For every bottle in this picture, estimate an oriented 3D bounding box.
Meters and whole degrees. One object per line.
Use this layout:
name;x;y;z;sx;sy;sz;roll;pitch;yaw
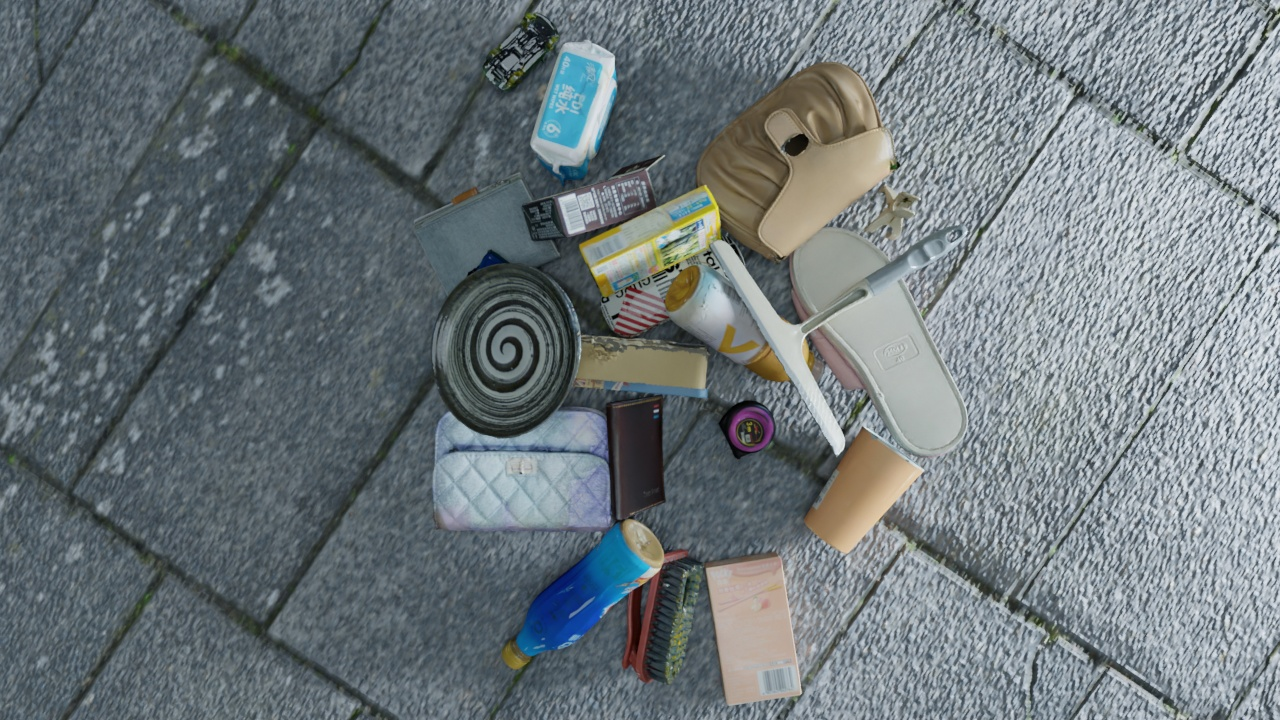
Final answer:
bottle;0.113;-0.029;0.957;0.189;0.068;0.068;31;92;-24
bottle;-0.069;0.256;0.975;0.065;0.065;0.219;46;109;-1

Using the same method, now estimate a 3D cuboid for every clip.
clip;0.263;-0.146;0.963;0.035;0.103;0.093;22;115;-2

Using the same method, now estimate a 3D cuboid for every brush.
brush;0.018;0.278;0.997;0.069;0.063;0.146;13;94;30

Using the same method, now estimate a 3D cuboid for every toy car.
toy car;-0.127;-0.329;0.981;0.091;0.036;0.043;-45;90;3

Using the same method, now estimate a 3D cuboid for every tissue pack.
tissue pack;-0.066;-0.256;0.957;0.063;0.090;0.140;18;92;0

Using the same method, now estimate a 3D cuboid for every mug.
mug;0.233;0.141;0.981;0.078;0.078;0.123;36;97;-1

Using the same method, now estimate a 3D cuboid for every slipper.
slipper;0.252;-0.021;0.981;0.114;0.054;0.274;-31;82;-3

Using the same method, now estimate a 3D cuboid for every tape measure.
tape measure;0.117;0.072;0.995;0.058;0.039;0.057;-29;92;6
tape measure;-0.152;-0.083;0.971;0.058;0.025;0.055;38;110;-17

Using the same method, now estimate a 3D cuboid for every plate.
plate;-0.136;-0.011;0.939;0.180;0.024;0.179;-1;87;25

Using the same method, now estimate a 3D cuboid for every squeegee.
squeegee;0.230;-0.072;0.942;0.246;0.039;0.246;-32;92;-8

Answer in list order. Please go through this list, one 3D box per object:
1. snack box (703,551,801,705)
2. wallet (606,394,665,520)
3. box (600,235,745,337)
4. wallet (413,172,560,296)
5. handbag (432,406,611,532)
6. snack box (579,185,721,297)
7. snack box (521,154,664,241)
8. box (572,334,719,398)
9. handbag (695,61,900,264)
snack box;0.123;0.295;1.010;0.084;0.026;0.157;-9;92;1
wallet;-0.003;0.101;0.975;0.020;0.096;0.122;-1;93;35
box;0.034;-0.080;0.982;0.164;0.057;0.071;-29;106;0
wallet;-0.167;-0.133;0.990;0.130;0.037;0.106;-25;103;2
handbag;-0.125;0.116;0.980;0.194;0.075;0.134;0;92;1
snack box;0.013;-0.118;0.929;0.140;0.087;0.033;-24;73;2
snack box;-0.046;-0.163;0.936;0.125;0.113;0.053;-19;102;-20
box;-0.006;0.006;0.967;0.184;0.090;0.059;7;90;4
handbag;0.161;-0.208;0.952;0.204;0.100;0.148;-39;85;2
